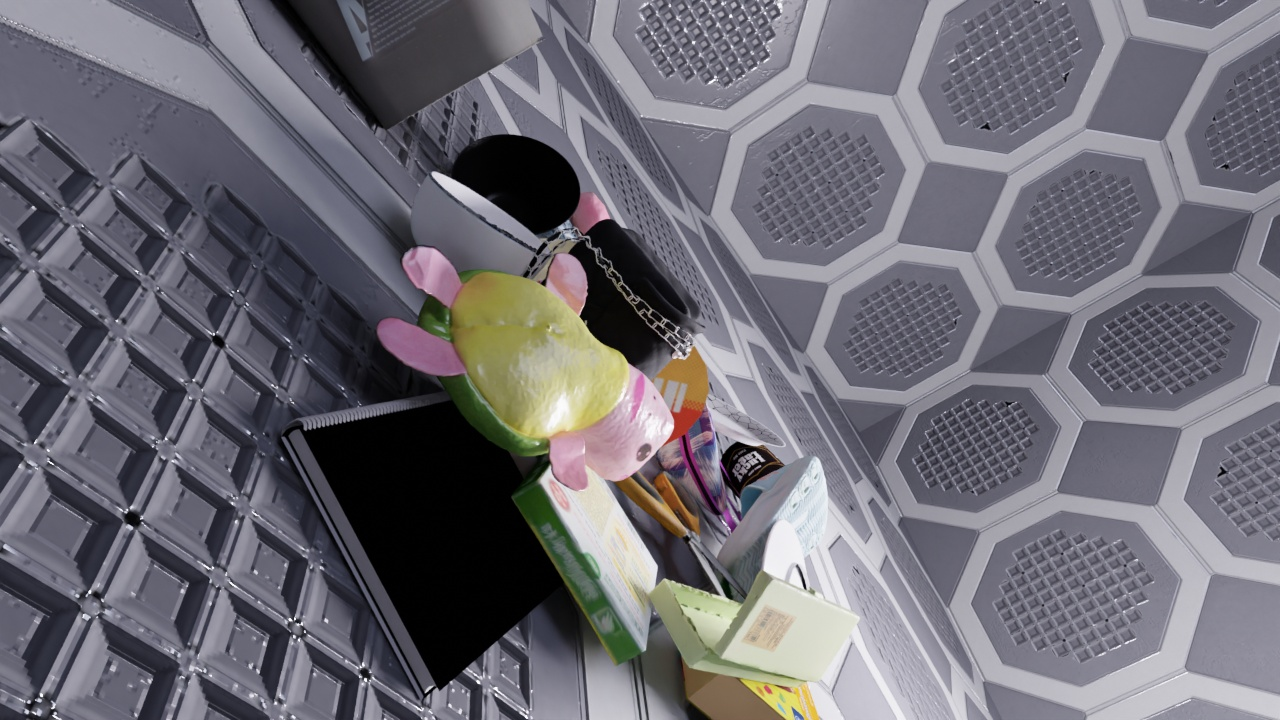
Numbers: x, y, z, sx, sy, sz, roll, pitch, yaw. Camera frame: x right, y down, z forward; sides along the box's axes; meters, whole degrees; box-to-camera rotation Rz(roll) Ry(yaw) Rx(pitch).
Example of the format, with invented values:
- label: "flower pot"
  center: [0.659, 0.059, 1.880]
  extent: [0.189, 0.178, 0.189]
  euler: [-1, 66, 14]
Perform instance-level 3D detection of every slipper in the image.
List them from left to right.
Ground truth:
- label: "slipper"
  center: [0.136, 0.177, 0.994]
  extent: [0.244, 0.074, 0.104]
  euler: [-32, 122, -50]

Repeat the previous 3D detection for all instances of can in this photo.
- label: "can"
  center: [0.151, 0.152, 1.148]
  extent: [0.072, 0.072, 0.128]
  euler: [52, -2, -23]

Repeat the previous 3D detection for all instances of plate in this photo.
- label: "plate"
  center: [0.095, 0.069, 1.164]
  extent: [0.188, 0.016, 0.188]
  euler: [27, 7, -4]
- label: "plate"
  center: [0.150, 0.261, 0.895]
  extent: [0.208, 0.015, 0.208]
  euler: [-5, 90, -68]

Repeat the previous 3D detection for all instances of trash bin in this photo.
- label: "trash bin"
  center: [-0.209, -0.342, 0.802]
  extent: [0.220, 0.197, 0.197]
  euler: [60, 13, -20]

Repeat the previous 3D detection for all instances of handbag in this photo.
- label: "handbag"
  center: [-0.036, -0.021, 0.714]
  extent: [0.125, 0.154, 0.114]
  euler: [46, 8, 12]
- label: "handbag"
  center: [0.084, 0.136, 1.048]
  extent: [0.170, 0.068, 0.144]
  euler: [58, 13, -29]

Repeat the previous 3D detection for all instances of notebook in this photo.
- label: "notebook"
  center: [-0.111, 0.090, 0.541]
  extent: [0.149, 0.016, 0.206]
  euler: [60, 14, 5]

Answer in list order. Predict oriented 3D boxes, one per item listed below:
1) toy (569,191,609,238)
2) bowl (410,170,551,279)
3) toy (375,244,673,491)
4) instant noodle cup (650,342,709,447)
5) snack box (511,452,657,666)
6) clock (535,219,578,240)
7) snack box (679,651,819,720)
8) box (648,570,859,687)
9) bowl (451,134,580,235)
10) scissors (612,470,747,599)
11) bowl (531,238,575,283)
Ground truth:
- label: "toy"
  center: [-0.022, -0.082, 1.045]
  extent: [0.236, 0.097, 0.192]
  euler: [62, -1, -3]
- label: "bowl"
  center: [-0.132, -0.091, 0.722]
  extent: [0.113, 0.063, 0.113]
  euler: [35, 10, -7]
- label: "toy"
  center: [-0.069, 0.007, 0.613]
  extent: [0.238, 0.088, 0.189]
  euler: [29, 40, -40]
- label: "instant noodle cup"
  center: [-0.005, 0.005, 0.897]
  extent: [0.123, 0.123, 0.121]
  euler: [53, 7, -20]
- label: "snack box"
  center: [-0.035, 0.127, 0.665]
  extent: [0.132, 0.027, 0.168]
  euler: [59, 6, -3]
- label: "clock"
  center: [-0.110, -0.152, 0.992]
  extent: [0.090, 0.052, 0.129]
  euler: [47, 19, -39]
- label: "snack box"
  center: [0.090, 0.268, 0.744]
  extent: [0.126, 0.040, 0.088]
  euler: [44, 12, -17]
- label: "box"
  center: [0.086, 0.200, 0.707]
  extent: [0.083, 0.091, 0.188]
  euler: [27, -7, 39]
- label: "bowl"
  center: [-0.125, -0.157, 0.901]
  extent: [0.124, 0.123, 0.053]
  euler: [64, -27, 22]
- label: "scissors"
  center: [0.031, 0.147, 0.848]
  extent: [0.225, 0.016, 0.225]
  euler: [43, 8, -29]
- label: "bowl"
  center: [-0.070, -0.066, 0.880]
  extent: [0.117, 0.118, 0.074]
  euler: [-79, 177, -70]
